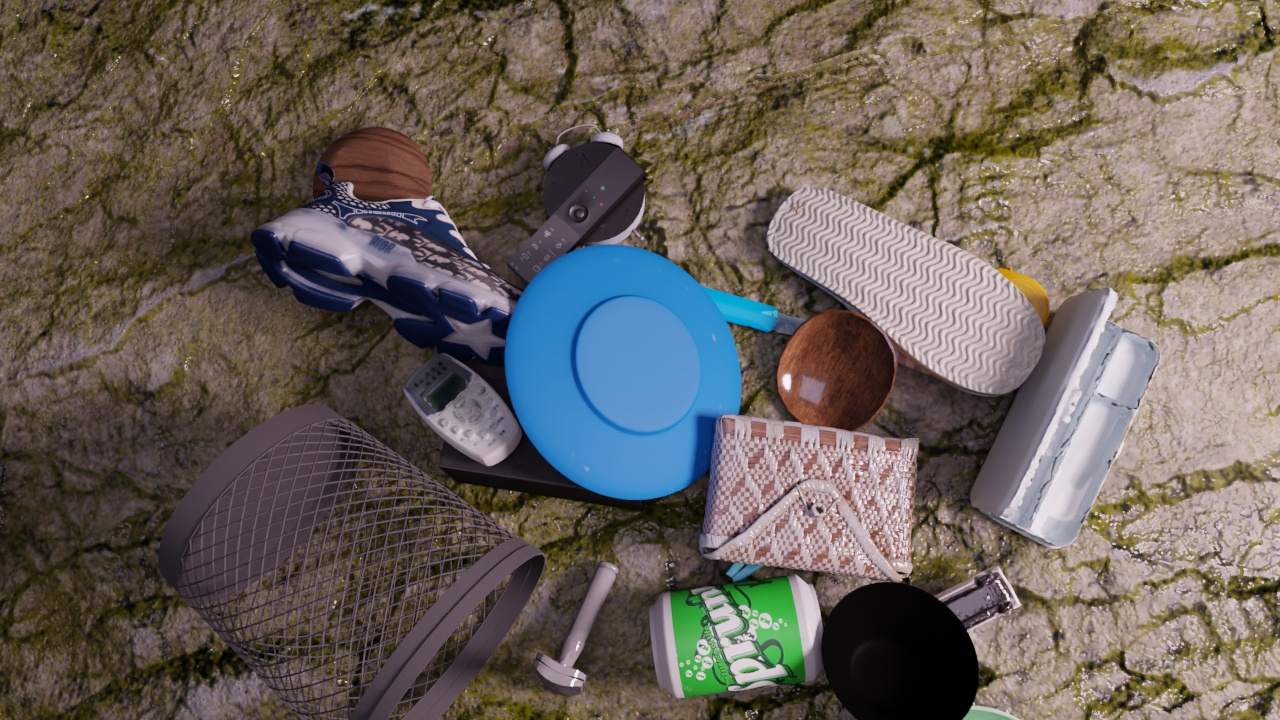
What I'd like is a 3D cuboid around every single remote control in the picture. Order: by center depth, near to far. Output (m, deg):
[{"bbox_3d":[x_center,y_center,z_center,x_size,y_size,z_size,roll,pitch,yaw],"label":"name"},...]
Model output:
[{"bbox_3d":[-0.151,0.043,0.788,0.060,0.028,0.114,-42,66,-16],"label":"remote control"},{"bbox_3d":[-0.059,-0.130,0.837,0.034,0.013,0.150,43,88,8],"label":"remote control"}]

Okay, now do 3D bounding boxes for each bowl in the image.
[{"bbox_3d":[0.204,0.249,0.746,0.124,0.053,0.123,1,56,-2],"label":"bowl"},{"bbox_3d":[0.266,0.353,0.754,0.151,0.077,0.150,-1,82,4],"label":"bowl"},{"bbox_3d":[0.177,0.010,0.820,0.102,0.026,0.114,37,113,19],"label":"bowl"},{"bbox_3d":[-0.265,-0.174,0.886,0.119,0.032,0.119,-1,83,4],"label":"bowl"}]

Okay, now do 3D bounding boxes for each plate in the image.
[{"bbox_3d":[-0.005,0.004,0.779,0.224,0.024,0.224,7,74,-25],"label":"plate"}]

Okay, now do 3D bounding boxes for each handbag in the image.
[{"bbox_3d":[0.147,0.117,0.780,0.186,0.047,0.124,8,79,-6],"label":"handbag"},{"bbox_3d":[-0.070,0.023,0.840,0.176,0.072,0.195,8,72,6],"label":"handbag"}]

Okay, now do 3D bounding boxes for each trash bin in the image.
[{"bbox_3d":[-0.235,0.177,0.753,0.227,0.218,0.217,35,87,12],"label":"trash bin"}]

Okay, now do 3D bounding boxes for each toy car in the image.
[{"bbox_3d":[0.265,0.217,0.789,0.113,0.039,0.039,-29,81,6],"label":"toy car"}]

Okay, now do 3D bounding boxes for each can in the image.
[{"bbox_3d":[0.082,0.233,0.779,0.140,0.088,0.087,-9,82,3],"label":"can"}]

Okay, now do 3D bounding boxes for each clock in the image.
[{"bbox_3d":[-0.045,-0.165,0.866,0.094,0.035,0.122,-17,81,2],"label":"clock"}]

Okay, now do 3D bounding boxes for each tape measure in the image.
[{"bbox_3d":[0.333,-0.047,0.822,0.059,0.030,0.068,22,91,8],"label":"tape measure"}]

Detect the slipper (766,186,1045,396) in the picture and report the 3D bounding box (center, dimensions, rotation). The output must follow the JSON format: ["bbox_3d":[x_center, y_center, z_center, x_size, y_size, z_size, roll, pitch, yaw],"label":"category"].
[{"bbox_3d":[0.230,-0.061,0.822,0.263,0.052,0.115,37,93,19],"label":"slipper"}]

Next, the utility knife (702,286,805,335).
[{"bbox_3d":[0.088,-0.045,0.850,0.220,0.015,0.031,16,87,10],"label":"utility knife"}]

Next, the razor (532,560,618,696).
[{"bbox_3d":[-0.051,0.231,0.805,0.047,0.088,0.116,23,66,7],"label":"razor"}]

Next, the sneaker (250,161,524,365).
[{"bbox_3d":[-0.194,-0.093,0.818,0.269,0.103,0.132,20,56,2],"label":"sneaker"}]

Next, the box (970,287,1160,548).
[{"bbox_3d":[0.371,0.056,0.773,0.105,0.129,0.210,26,91,6],"label":"box"}]

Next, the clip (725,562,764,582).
[{"bbox_3d":[0.126,0.136,0.819,0.122,0.033,0.120,-11,85,2],"label":"clip"}]
